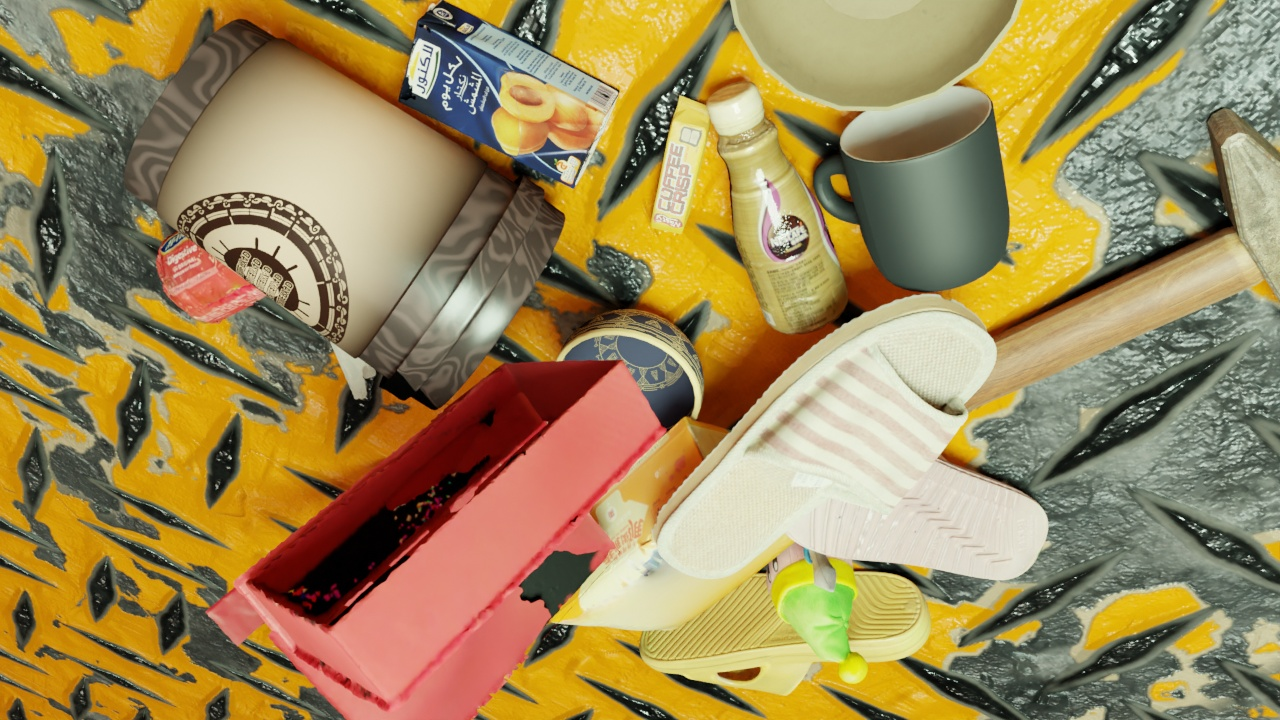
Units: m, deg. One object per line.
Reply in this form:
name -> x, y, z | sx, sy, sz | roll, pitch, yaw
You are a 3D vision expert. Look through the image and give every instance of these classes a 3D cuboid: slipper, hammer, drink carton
slipper -> 0.132, 0.251, 0.842 | 0.264, 0.099, 0.078 | -10, 127, 19
slipper -> 0.115, 0.066, 0.589 | 0.115, 0.052, 0.263 | 33, 116, -28
hammer -> 0.282, -0.024, 0.604 | 0.302, 0.037, 0.158 | -31, 115, 34
drink carton -> -0.086, -0.171, 0.592 | 0.130, 0.040, 0.064 | 26, 131, -5
slipper -> 0.203, 0.108, 0.707 | 0.239, 0.064, 0.094 | 16, 99, -19

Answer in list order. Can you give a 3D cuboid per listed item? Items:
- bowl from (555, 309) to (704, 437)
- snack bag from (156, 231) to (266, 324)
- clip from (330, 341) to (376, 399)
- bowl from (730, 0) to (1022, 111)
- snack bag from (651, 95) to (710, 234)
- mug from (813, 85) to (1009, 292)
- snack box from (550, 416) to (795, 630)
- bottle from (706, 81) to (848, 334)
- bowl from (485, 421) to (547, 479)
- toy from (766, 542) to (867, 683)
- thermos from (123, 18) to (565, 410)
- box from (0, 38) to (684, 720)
bowl -> -0.004, 0.004, 0.698 | 0.112, 0.061, 0.113 | 9, 131, 10
snack bag -> -0.305, -0.082, 0.708 | 0.177, 0.082, 0.082 | -19, 121, 29
clip -> -0.235, -0.013, 0.774 | 0.056, 0.056, 0.102 | 20, 138, 33
bowl -> 0.124, -0.213, 0.484 | 0.152, 0.050, 0.153 | 9, 131, 10
snack bag -> 0.026, -0.125, 0.609 | 0.026, 0.020, 0.099 | 17, 131, 4
mug -> 0.158, -0.102, 0.555 | 0.122, 0.085, 0.094 | 14, 140, 44
snack box -> 0.032, 0.145, 0.730 | 0.145, 0.080, 0.196 | 18, 127, -41
bottle -> 0.085, -0.096, 0.589 | 0.060, 0.059, 0.166 | -11, 124, 25
bowl -> -0.085, 0.090, 0.788 | 0.115, 0.050, 0.115 | 28, 134, 32
toy -> 0.153, 0.187, 0.757 | 0.097, 0.131, 0.124 | 23, 131, 4
thermos -> -0.187, -0.094, 0.593 | 0.226, 0.172, 0.173 | 34, 130, -16
box -> -0.165, -0.004, 0.494 | 0.198, 0.216, 0.351 | -7, 119, 53
